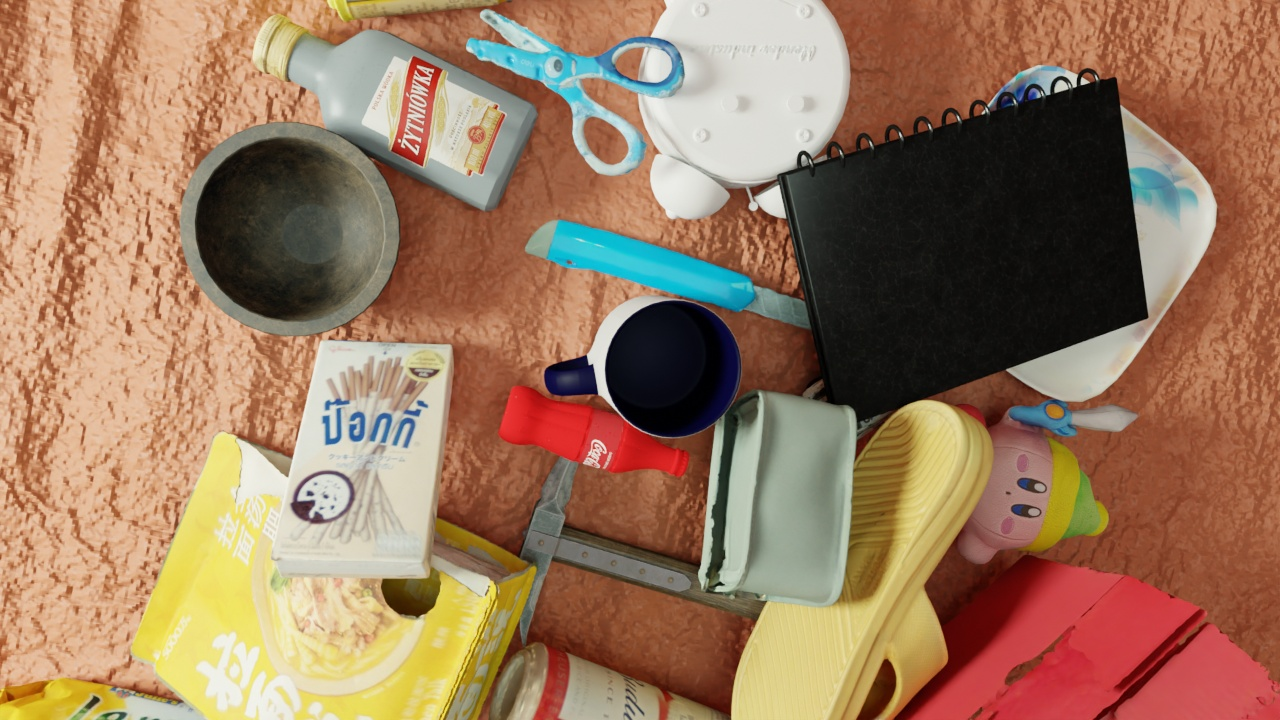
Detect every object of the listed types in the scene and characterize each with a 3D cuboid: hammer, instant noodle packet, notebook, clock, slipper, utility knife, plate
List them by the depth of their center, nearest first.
[{"bbox_3d":[0.063,-0.168,0.561,0.125,0.073,0.161,-1,96,-6],"label":"clock"},{"bbox_3d":[-0.199,0.159,0.565,0.221,0.084,0.163,23,96,9],"label":"instant noodle packet"},{"bbox_3d":[0.142,0.151,0.565,0.078,0.099,0.263,26,93,-27],"label":"slipper"},{"bbox_3d":[0.208,-0.073,0.575,0.231,0.019,0.169,-18,104,-11],"label":"notebook"},{"bbox_3d":[0.029,-0.053,0.598,0.209,0.015,0.031,17,95,-4],"label":"utility knife"},{"bbox_3d":[0.074,0.156,0.618,0.317,0.028,0.147,18,93,-8],"label":"hammer"},{"bbox_3d":[0.280,-0.083,0.622,0.187,0.016,0.187,34,91,-8],"label":"plate"}]

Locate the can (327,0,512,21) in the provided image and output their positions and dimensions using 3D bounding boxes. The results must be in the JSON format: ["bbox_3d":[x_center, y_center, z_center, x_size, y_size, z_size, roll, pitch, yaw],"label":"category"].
[{"bbox_3d":[-0.132,-0.239,0.535,0.105,0.067,0.067,-8,96,-6],"label":"can"}]

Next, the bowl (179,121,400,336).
[{"bbox_3d":[-0.202,-0.077,0.550,0.121,0.056,0.121,-1,96,-6],"label":"bowl"}]

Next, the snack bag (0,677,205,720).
[{"bbox_3d":[-0.299,0.301,0.572,0.247,0.068,0.159,16,95,-7],"label":"snack bag"}]

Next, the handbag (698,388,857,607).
[{"bbox_3d":[0.075,0.085,0.557,0.067,0.106,0.121,11,76,-12],"label":"handbag"}]

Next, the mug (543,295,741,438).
[{"bbox_3d":[-0.003,0.003,0.559,0.112,0.097,0.078,-10,97,-5],"label":"mug"}]

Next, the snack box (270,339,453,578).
[{"bbox_3d":[-0.157,0.054,0.537,0.082,0.026,0.149,2,52,-5],"label":"snack box"}]

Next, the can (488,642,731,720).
[{"bbox_3d":[-0.010,0.238,0.587,0.170,0.067,0.067,27,92,-17],"label":"can"}]

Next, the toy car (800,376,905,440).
[{"bbox_3d":[0.158,0.016,0.607,0.113,0.040,0.048,-33,99,-3],"label":"toy car"}]

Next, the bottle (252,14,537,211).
[{"bbox_3d":[-0.149,-0.156,0.553,0.161,0.046,0.072,25,91,-8],"label":"bottle"}]

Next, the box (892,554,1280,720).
[{"bbox_3d":[0.218,0.219,0.469,0.211,0.316,0.124,-40,109,-6],"label":"box"}]

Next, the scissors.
[{"bbox_3d":[-0.038,-0.178,0.538,0.141,0.014,0.090,39,98,10],"label":"scissors"}]

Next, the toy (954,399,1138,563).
[{"bbox_3d":[0.260,0.081,0.616,0.131,0.097,0.124,15,88,11],"label":"toy"}]

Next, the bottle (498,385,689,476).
[{"bbox_3d":[-0.027,0.049,0.575,0.119,0.036,0.036,17,93,-8],"label":"bottle"}]
